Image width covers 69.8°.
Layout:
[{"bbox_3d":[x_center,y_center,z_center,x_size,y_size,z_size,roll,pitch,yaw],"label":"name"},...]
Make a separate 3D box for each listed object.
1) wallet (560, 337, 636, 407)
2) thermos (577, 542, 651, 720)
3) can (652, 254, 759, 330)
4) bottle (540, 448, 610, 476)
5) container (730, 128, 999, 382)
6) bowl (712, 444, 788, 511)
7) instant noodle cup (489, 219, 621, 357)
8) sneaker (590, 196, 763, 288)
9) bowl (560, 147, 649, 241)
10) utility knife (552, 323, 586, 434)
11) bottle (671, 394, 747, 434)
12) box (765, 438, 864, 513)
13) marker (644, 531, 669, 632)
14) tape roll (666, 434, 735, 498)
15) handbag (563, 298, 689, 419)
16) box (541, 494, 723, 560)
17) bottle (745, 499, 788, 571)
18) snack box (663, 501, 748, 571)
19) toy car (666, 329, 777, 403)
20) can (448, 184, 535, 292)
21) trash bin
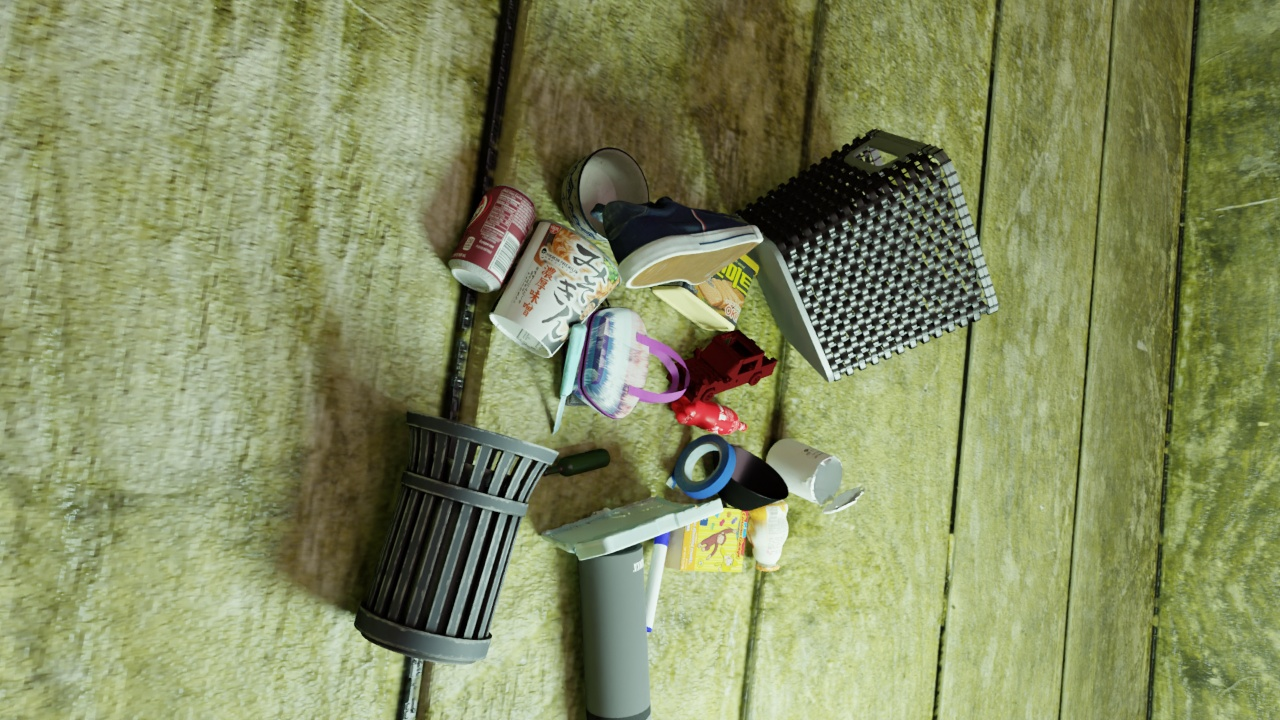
[{"bbox_3d":[-0.050,0.011,1.169,0.119,0.031,0.099,5,84,-41],"label":"wallet"},{"bbox_3d":[-0.032,0.353,1.152,0.082,0.082,0.240,-6,95,-42],"label":"thermos"},{"bbox_3d":[0.089,-0.113,1.264,0.130,0.073,0.101,33,71,-37],"label":"can"},{"bbox_3d":[-0.083,0.130,1.141,0.105,0.025,0.025,-9,97,-42],"label":"bottle"},{"bbox_3d":[0.301,-0.146,1.286,0.243,0.247,0.246,-27,113,1],"label":"container"},{"bbox_3d":[0.145,0.179,1.314,0.124,0.124,0.053,10,117,-42],"label":"bowl"},{"bbox_3d":[-0.106,-0.077,1.065,0.123,0.124,0.121,43,72,-34],"label":"instant noodle cup"},{"bbox_3d":[0.044,-0.159,1.105,0.293,0.121,0.127,-11,70,-57],"label":"sneaker"},{"bbox_3d":[-0.051,-0.202,1.143,0.115,0.059,0.115,-1,91,-42],"label":"bowl"},{"bbox_3d":[-0.085,0.026,1.087,0.022,0.015,0.169,-28,144,-44],"label":"utility knife"},{"bbox_3d":[0.102,0.080,1.297,0.141,0.042,0.042,19,78,-41],"label":"bottle"},{"bbox_3d":[0.265,0.178,1.371,0.081,0.161,0.092,-18,113,-36],"label":"box"},{"bbox_3d":[0.018,0.288,1.218,0.020,0.020,0.141,35,55,-37],"label":"marker"},{"bbox_3d":[0.087,0.144,1.250,0.016,0.093,0.091,44,68,-34],"label":"tape roll"},{"bbox_3d":[-0.007,0.007,1.151,0.169,0.068,0.144,18,75,-40],"label":"handbag"},{"bbox_3d":[-0.007,0.205,1.135,0.196,0.136,0.043,-9,91,-42],"label":"box"},{"bbox_3d":[0.188,0.256,1.363,0.063,0.063,0.109,-2,92,-42],"label":"bottle"},{"bbox_3d":[0.091,0.249,1.290,0.125,0.040,0.088,13,82,-42],"label":"snack box"},{"bbox_3d":[0.120,0.005,1.283,0.169,0.070,0.062,-16,138,-41],"label":"toy car"},{"bbox_3d":[-0.166,-0.137,1.037,0.063,0.063,0.114,38,66,-36],"label":"can"},{"bbox_3d":[-0.196,0.183,0.954,0.164,0.164,0.227,23,79,-40],"label":"trash bin"}]
